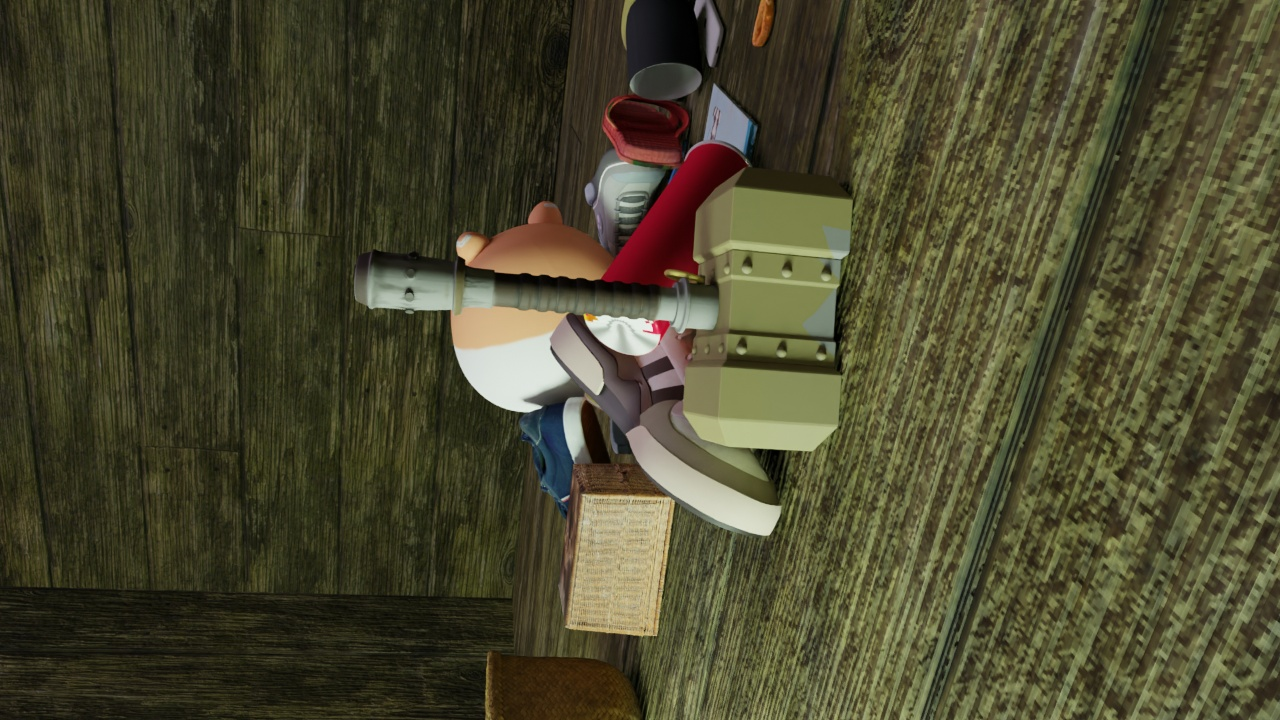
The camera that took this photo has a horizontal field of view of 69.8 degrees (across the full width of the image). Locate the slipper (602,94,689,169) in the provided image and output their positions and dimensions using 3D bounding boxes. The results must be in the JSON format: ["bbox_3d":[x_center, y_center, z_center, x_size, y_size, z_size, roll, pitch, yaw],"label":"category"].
[{"bbox_3d":[0.008,-0.294,1.126,0.248,0.103,0.059,-105,21,-61],"label":"slipper"}]

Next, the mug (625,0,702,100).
[{"bbox_3d":[0.034,-0.362,1.079,0.121,0.085,0.094,21,-117,-62],"label":"mug"}]

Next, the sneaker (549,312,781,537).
[{"bbox_3d":[0.038,0.021,0.778,0.116,0.111,0.294,-55,45,14],"label":"sneaker"}]

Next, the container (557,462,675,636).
[{"bbox_3d":[-0.032,0.226,1.122,0.113,0.112,0.199,-123,40,-73],"label":"container"}]

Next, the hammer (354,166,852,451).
[{"bbox_3d":[-0.030,-0.043,0.640,0.101,0.324,0.190,179,95,-79],"label":"hammer"}]

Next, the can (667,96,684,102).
[{"bbox_3d":[0.045,-0.368,1.154,0.031,0.031,0.081,-113,29,-67],"label":"can"}]

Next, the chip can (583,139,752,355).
[{"bbox_3d":[0.029,-0.101,0.786,0.219,0.069,0.069,-59,-9,-38],"label":"chip can"}]

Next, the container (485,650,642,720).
[{"bbox_3d":[-0.106,0.532,1.180,0.307,0.196,0.307,-178,91,-78],"label":"container"}]

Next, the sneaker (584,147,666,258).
[{"bbox_3d":[-0.015,-0.200,1.292,0.257,0.093,0.160,164,101,-77],"label":"sneaker"}]

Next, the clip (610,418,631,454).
[{"bbox_3d":[-0.029,0.082,1.384,0.169,0.031,0.164,131,143,-74],"label":"clip"}]

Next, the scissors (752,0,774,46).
[{"bbox_3d":[0.116,-0.350,0.828,0.131,0.011,0.126,-100,17,-52],"label":"scissors"}]

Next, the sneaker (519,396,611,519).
[{"bbox_3d":[-0.093,0.176,1.242,0.120,0.127,0.295,-79,-25,-53],"label":"sneaker"}]

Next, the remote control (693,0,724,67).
[{"bbox_3d":[0.078,-0.386,1.051,0.146,0.008,0.045,-98,16,-47],"label":"remote control"}]

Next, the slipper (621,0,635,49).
[{"bbox_3d":[0.035,-0.466,1.152,0.081,0.091,0.191,37,132,40],"label":"slipper"}]

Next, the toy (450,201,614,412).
[{"bbox_3d":[-0.139,-0.067,1.282,0.266,0.262,0.281,13,126,62],"label":"toy"}]

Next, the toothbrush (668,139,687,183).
[{"bbox_3d":[0.027,-0.207,1.174,0.016,0.014,0.167,-87,15,-55],"label":"toothbrush"}]

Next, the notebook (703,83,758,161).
[{"bbox_3d":[0.075,-0.148,0.972,0.181,0.009,0.254,-106,22,-61],"label":"notebook"}]

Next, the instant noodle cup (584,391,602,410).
[{"bbox_3d":[-0.007,0.007,1.156,0.100,0.100,0.112,-116,43,-69],"label":"instant noodle cup"}]
